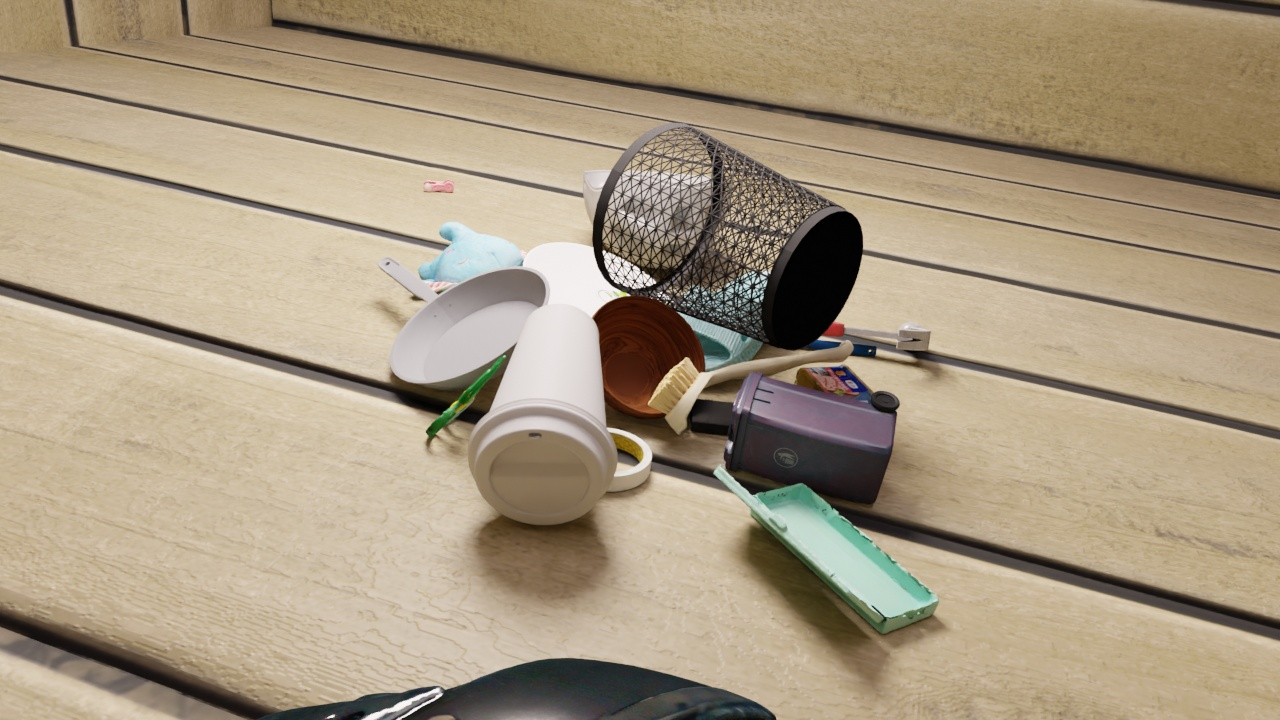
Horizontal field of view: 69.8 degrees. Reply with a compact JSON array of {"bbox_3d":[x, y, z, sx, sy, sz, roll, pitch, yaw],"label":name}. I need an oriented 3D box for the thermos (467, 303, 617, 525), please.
[{"bbox_3d":[-0.085,0.039,0.875,0.131,0.132,0.221,6,35,-3],"label":"thermos"}]

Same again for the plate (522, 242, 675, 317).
[{"bbox_3d":[-0.056,-0.082,1.250,0.229,0.030,0.229,20,33,-13],"label":"plate"}]

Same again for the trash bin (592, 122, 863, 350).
[{"bbox_3d":[0.107,-0.134,1.057,0.243,0.217,0.216,31,34,36],"label":"trash bin"}]

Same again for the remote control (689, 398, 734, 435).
[{"bbox_3d":[0.123,0.068,1.036,0.133,0.013,0.058,7,26,-1],"label":"remote control"}]

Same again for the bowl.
[{"bbox_3d":[-0.006,0.006,1.046,0.147,0.069,0.147,11,62,-21],"label":"bowl"}]

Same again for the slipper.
[{"bbox_3d":[0.117,-0.062,1.188,0.116,0.070,0.275,17,40,26],"label":"slipper"}]

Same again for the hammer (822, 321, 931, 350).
[{"bbox_3d":[0.234,-0.047,1.258,0.316,0.036,0.126,7,7,9],"label":"hammer"}]

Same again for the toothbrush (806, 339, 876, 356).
[{"bbox_3d":[0.228,-0.024,1.254,0.190,0.016,0.017,7,12,-2],"label":"toothbrush"}]

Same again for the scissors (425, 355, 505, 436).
[{"bbox_3d":[-0.169,0.032,0.929,0.014,0.131,0.071,47,25,-1],"label":"scissors"}]

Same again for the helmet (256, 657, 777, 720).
[{"bbox_3d":[-0.095,0.244,0.354,0.236,0.249,0.315,-11,12,38],"label":"helmet"}]

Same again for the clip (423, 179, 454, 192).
[{"bbox_3d":[-0.380,-0.328,1.721,0.060,0.023,0.044,-15,35,-28],"label":"clip"}]

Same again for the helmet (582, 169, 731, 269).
[{"bbox_3d":[0.017,-0.256,1.483,0.223,0.184,0.282,0,33,-26],"label":"helmet"}]

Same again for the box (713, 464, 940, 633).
[{"bbox_3d":[0.155,0.163,0.805,0.137,0.057,0.187,12,18,-36],"label":"box"}]

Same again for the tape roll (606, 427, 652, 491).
[{"bbox_3d":[-0.036,0.099,0.925,0.094,0.019,0.094,6,26,-3],"label":"tape roll"}]

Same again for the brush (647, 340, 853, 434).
[{"bbox_3d":[0.129,0.014,1.020,0.271,0.077,0.062,-15,-6,-27],"label":"brush"}]

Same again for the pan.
[{"bbox_3d":[-0.235,-0.062,1.105,0.200,0.051,0.357,-40,37,-17],"label":"pan"}]

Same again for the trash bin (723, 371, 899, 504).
[{"bbox_3d":[0.172,0.077,0.942,0.161,0.094,0.092,14,36,11],"label":"trash bin"}]

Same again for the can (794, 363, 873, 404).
[{"bbox_3d":[0.225,0.045,1.066,0.059,0.054,0.099,-2,27,-16],"label":"can"}]

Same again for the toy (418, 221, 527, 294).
[{"bbox_3d":[-0.241,-0.135,1.262,0.183,0.115,0.181,-27,31,-35],"label":"toy"}]
